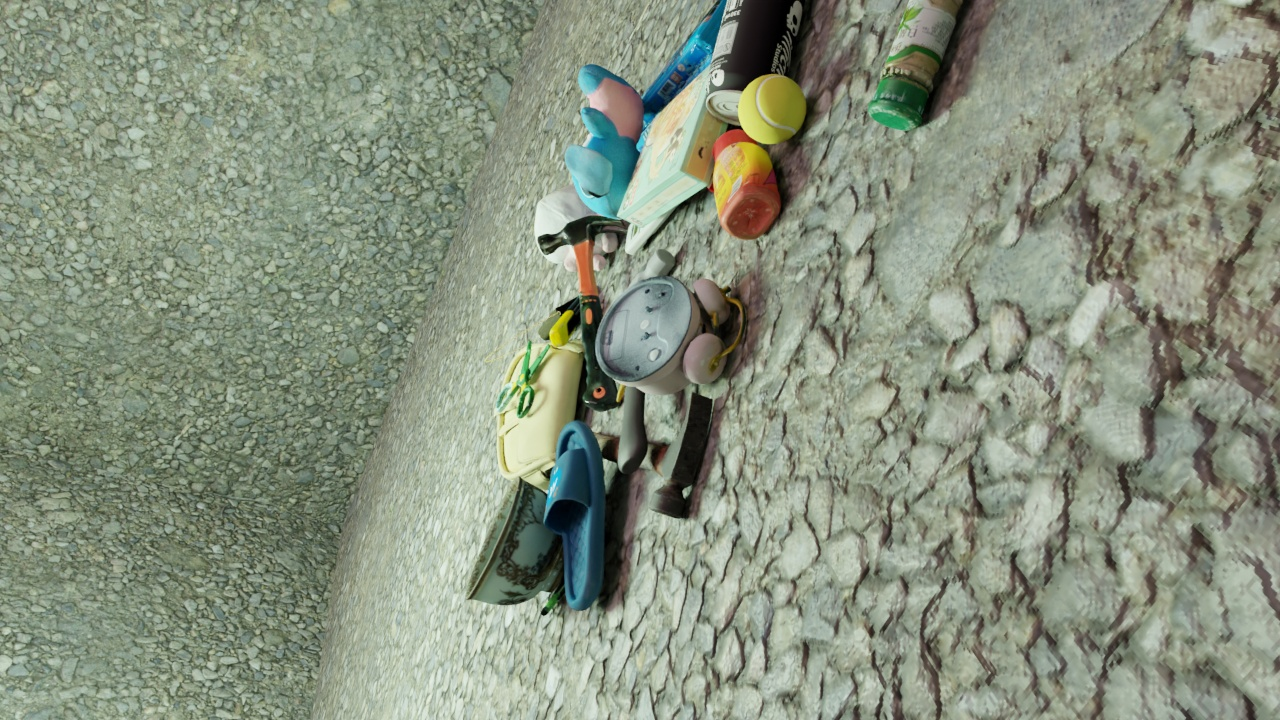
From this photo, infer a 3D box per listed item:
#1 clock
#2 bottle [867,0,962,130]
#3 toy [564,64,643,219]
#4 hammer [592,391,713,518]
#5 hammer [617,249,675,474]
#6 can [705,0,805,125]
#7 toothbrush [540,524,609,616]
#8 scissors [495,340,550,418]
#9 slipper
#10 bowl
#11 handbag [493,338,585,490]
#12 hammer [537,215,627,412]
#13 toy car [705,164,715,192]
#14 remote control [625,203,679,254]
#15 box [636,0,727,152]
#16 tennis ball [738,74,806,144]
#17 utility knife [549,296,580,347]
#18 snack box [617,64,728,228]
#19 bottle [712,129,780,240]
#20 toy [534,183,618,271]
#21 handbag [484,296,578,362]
[{"bbox_3d":[0.033,-0.025,0.911,0.158,0.058,0.116,-15,56,32],"label":"clock"},{"bbox_3d":[0.211,-0.233,0.698,0.110,0.042,0.043,-70,20,1],"label":"bottle"},{"bbox_3d":[-0.036,-0.279,1.216,0.224,0.099,0.191,17,-106,-75],"label":"toy"},{"bbox_3d":[-0.011,0.094,1.018,0.331,0.033,0.120,-3,66,69],"label":"hammer"},{"bbox_3d":[-0.006,0.006,1.023,0.125,0.029,0.310,-51,22,35],"label":"hammer"},{"bbox_3d":[0.119,-0.327,0.958,0.080,0.080,0.146,-11,63,67],"label":"can"},{"bbox_3d":[-0.078,0.250,1.078,0.189,0.014,0.017,-56,12,37],"label":"toothbrush"},{"bbox_3d":[-0.166,0.029,1.275,0.123,0.011,0.126,-26,47,40],"label":"scissors"},{"bbox_3d":[-0.079,0.171,1.021,0.104,0.059,0.213,130,140,-54],"label":"slipper"},{"bbox_3d":[-0.138,0.230,1.113,0.160,0.094,0.159,-62,10,19],"label":"bowl"},{"bbox_3d":[-0.136,0.073,1.277,0.191,0.088,0.232,-40,37,50],"label":"handbag"},{"bbox_3d":[-0.066,-0.070,1.225,0.133,0.033,0.332,-19,51,13],"label":"hammer"},{"bbox_3d":[0.081,-0.217,1.043,0.038,0.025,0.089,-65,21,18],"label":"toy car"},{"bbox_3d":[0.019,-0.186,1.184,0.134,0.022,0.050,-43,32,53],"label":"remote control"},{"bbox_3d":[0.040,-0.347,1.217,0.244,0.059,0.175,-34,43,60],"label":"box"},{"bbox_3d":[0.127,-0.243,0.887,0.065,0.065,0.065,-53,27,42],"label":"tennis ball"},{"bbox_3d":[-0.092,-0.066,1.303,0.174,0.020,0.029,-64,-38,-60],"label":"utility knife"},{"bbox_3d":[0.044,-0.246,1.071,0.194,0.044,0.141,-16,53,67],"label":"snack box"},{"bbox_3d":[0.102,-0.182,0.924,0.072,0.048,0.134,-55,26,36],"label":"bottle"},{"bbox_3d":[-0.091,-0.198,1.388,0.139,0.101,0.179,-53,48,9],"label":"toy"},{"bbox_3d":[-0.157,-0.038,1.353,0.177,0.027,0.084,-32,-8,-39],"label":"handbag"}]
